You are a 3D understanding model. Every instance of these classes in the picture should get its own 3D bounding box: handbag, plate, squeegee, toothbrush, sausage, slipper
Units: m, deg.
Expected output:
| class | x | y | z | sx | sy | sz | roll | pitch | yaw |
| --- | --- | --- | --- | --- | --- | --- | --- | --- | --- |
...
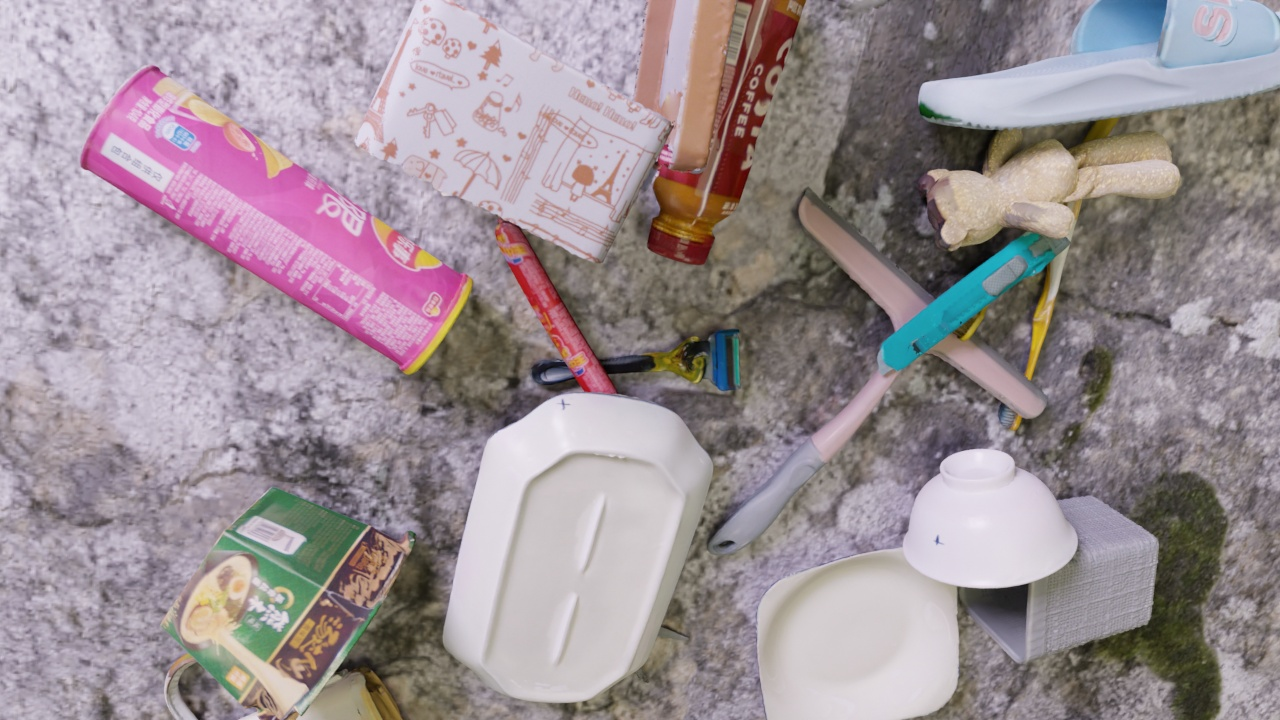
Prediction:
| class | x | y | z | sx | sy | sz | roll | pitch | yaw |
| --- | --- | --- | --- | --- | --- | --- | --- | --- | --- |
| handbag | -0.257 | 0.275 | 0.660 | 0.163 | 0.063 | 0.179 | -23 | 96 | -2 |
| plate | 0.168 | 0.217 | 0.721 | 0.164 | 0.034 | 0.164 | -10 | 110 | -6 |
| squeegee | 0.132 | 0.054 | 0.653 | 0.247 | 0.040 | 0.250 | 36 | 102 | -16 |
| toothbrush | 0.289 | -0.038 | 0.665 | 0.018 | 0.016 | 0.191 | 6 | 109 | -3 |
| plate | -0.044 | 0.145 | 0.633 | 0.162 | 0.034 | 0.266 | 10 | 115 | -15 |
| sausage | -0.054 | -0.027 | 0.593 | 0.020 | 0.020 | 0.156 | -30 | 101 | 1 |
| slipper | 0.295 | -0.193 | 0.570 | 0.245 | 0.104 | 0.074 | -10 | 108 | 0 |
| toothbrush | 0.271 | -0.096 | 0.631 | 0.016 | 0.015 | 0.190 | 33 | 95 | -8 |

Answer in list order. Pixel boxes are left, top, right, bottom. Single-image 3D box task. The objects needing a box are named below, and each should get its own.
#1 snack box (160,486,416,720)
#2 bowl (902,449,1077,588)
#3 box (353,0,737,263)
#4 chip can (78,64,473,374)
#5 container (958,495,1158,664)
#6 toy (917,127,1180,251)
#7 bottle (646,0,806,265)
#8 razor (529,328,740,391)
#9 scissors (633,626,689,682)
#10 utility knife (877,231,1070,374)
| class | x | y | z | sx | sy | sz | roll | pitch | yaw |
| --- | --- | --- | --- | --- | --- | --- | --- | --- | --- |
| snack box | -0.228 | 0.149 | 0.592 | 0.105 | 0.118 | 0.117 | 36 | 100 | -9 |
| bowl | 0.243 | 0.102 | 0.652 | 0.118 | 0.118 | 0.065 | -16 | 107 | -5 |
| box | -0.030 | -0.170 | 0.472 | 0.156 | 0.183 | 0.193 | 22 | 103 | -17 |
| chip can | -0.204 | -0.078 | 0.533 | 0.210 | 0.071 | 0.071 | 35 | 99 | -19 |
| container | 0.319 | 0.161 | 0.702 | 0.114 | 0.090 | 0.090 | -10 | 111 | -10 |
| toy | 0.265 | -0.112 | 0.598 | 0.157 | 0.105 | 0.066 | -11 | 146 | 10 |
| bottle | 0.047 | -0.146 | 0.561 | 0.057 | 0.057 | 0.175 | 14 | 106 | -14 |
| razor | -0.004 | 0.004 | 0.623 | 0.142 | 0.022 | 0.043 | -5 | 100 | -2 |
| scissors | -0.045 | 0.182 | 0.685 | 0.175 | 0.014 | 0.159 | -5 | 112 | -11 |
| utility knife | 0.222 | -0.041 | 0.619 | 0.157 | 0.013 | 0.029 | -37 | 97 | 1 |
